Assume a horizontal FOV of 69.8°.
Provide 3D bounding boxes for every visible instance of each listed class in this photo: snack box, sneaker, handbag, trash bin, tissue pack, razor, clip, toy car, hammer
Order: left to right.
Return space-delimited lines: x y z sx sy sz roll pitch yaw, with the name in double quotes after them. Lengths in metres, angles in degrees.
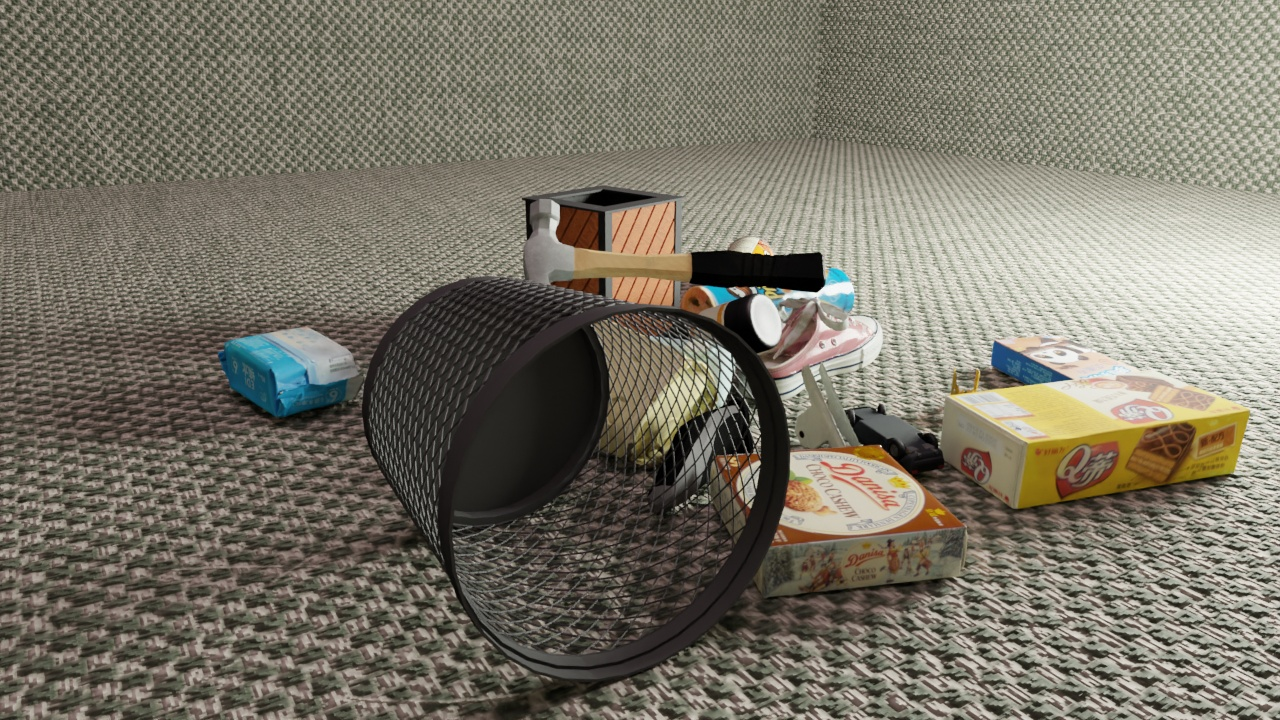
-0.357 0.011 0.937 0.092 0.062 0.144 -16 28 -43 "tissue pack"
-0.060 0.053 0.603 0.217 0.218 0.227 -11 18 -29 "trash bin"
-0.045 -0.116 1.134 0.140 0.172 0.139 17 25 39 "trash bin"
-0.007 0.034 0.829 0.119 0.081 0.111 23 65 39 "handbag"
0.038 -0.101 0.994 0.328 0.131 0.039 1 -17 -8 "hammer"
0.046 0.081 0.762 0.060 0.057 0.155 43 35 16 "razor"
0.191 -0.028 1.015 0.118 0.088 0.240 17 26 38 "sneaker"
0.139 0.113 0.680 0.147 0.041 0.143 -3 19 -9 "snack box"
0.171 0.056 0.828 0.050 0.101 0.058 -14 -20 -17 "clip"
0.220 0.070 0.813 0.046 0.034 0.112 -8 22 -20 "toy car"
0.324 0.036 0.907 0.044 0.054 0.049 -22 48 -9 "clip"
0.460 0.012 0.985 0.087 0.034 0.151 -5 20 -15 "snack box"
0.389 0.064 0.794 0.230 0.062 0.110 -6 20 -16 "snack box"

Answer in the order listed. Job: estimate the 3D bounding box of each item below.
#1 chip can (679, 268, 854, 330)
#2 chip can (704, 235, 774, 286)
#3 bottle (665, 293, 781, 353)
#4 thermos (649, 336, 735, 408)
0.160 -0.065 1.137 0.229 0.080 0.080 -11 22 -31 "chip can"
0.142 -0.118 1.290 0.075 0.075 0.214 5 20 12 "chip can"
0.059 -0.020 0.973 0.182 0.059 0.059 -17 4 40 "bottle"
-0.006 0.005 0.938 0.207 0.078 0.065 7 42 25 "thermos"
